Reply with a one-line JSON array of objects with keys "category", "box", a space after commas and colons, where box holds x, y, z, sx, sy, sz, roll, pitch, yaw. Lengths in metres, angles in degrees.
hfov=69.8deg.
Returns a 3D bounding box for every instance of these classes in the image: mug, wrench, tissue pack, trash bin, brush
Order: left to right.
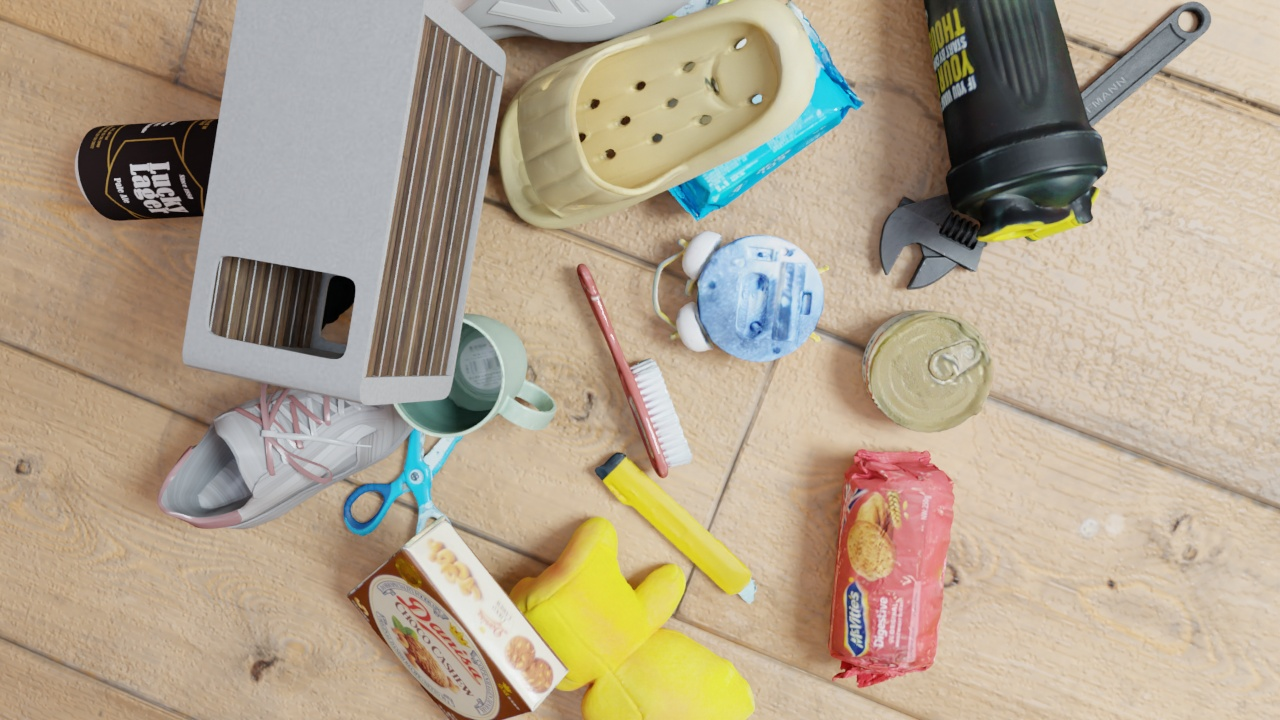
[{"category": "trash bin", "box": [-0.174, -0.097, 0.560, 0.114, 0.114, 0.229, 11, 92, 14]}, {"category": "mug", "box": [-0.112, 0.014, 0.665, 0.111, 0.104, 0.084, 31, 99, 4]}, {"category": "brush", "box": [-0.004, 0.004, 0.688, 0.030, 0.041, 0.172, -22, 91, -8]}, {"category": "tissue pack", "box": [0.069, -0.173, 0.643, 0.144, 0.061, 0.093, -34, 88, 8]}, {"category": "wrench", "box": [0.280, -0.149, 0.642, 0.273, 0.018, 0.073, -42, 89, 8]}]

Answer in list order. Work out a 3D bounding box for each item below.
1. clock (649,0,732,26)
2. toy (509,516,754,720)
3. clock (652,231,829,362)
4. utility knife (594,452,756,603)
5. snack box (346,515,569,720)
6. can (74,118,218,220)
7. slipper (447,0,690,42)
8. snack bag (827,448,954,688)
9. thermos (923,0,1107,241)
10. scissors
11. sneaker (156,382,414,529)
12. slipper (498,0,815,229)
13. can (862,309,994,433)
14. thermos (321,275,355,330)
[{"category": "clock", "box": [0.024, -0.264, 0.642, 0.119, 0.057, 0.083, 3, 97, 13]}, {"category": "toy", "box": [-0.011, 0.220, 0.687, 0.134, 0.087, 0.194, -36, 90, 6]}, {"category": "clock", "box": [0.070, -0.047, 0.662, 0.125, 0.052, 0.089, 7, 98, 6]}, {"category": "utility knife", "box": [0.030, 0.130, 0.705, 0.159, 0.017, 0.030, 43, 104, 2]}, {"category": "snack box", "box": [-0.140, 0.201, 0.682, 0.143, 0.041, 0.147, 51, 139, 0]}, {"category": "can", "box": [-0.350, -0.144, 0.695, 0.128, 0.072, 0.072, -2, 96, 7]}, {"category": "slipper", "box": [-0.082, -0.274, 0.610, 0.266, 0.080, 0.113, 2, 90, 25]}, {"category": "snack bag", "box": [0.181, 0.150, 0.658, 0.082, 0.082, 0.176, 4, 98, 7]}, {"category": "thermos", "box": [0.237, -0.188, 0.598, 0.098, 0.098, 0.220, -11, 83, 8]}, {"category": "scissors", "box": [-0.190, 0.095, 0.732, 0.118, 0.013, 0.140, 4, 97, 11]}, {"category": "sneaker", "box": [-0.265, 0.057, 0.694, 0.236, 0.089, 0.099, -36, 84, 10]}, {"category": "slipper", "box": [-0.015, -0.158, 0.597, 0.262, 0.079, 0.111, -12, 96, 37]}, {"category": "can", "box": [0.204, 0.006, 0.655, 0.086, 0.043, 0.086, 1, 97, 7]}, {"category": "thermos", "box": [-0.221, -0.099, 0.676, 0.086, 0.086, 0.199, 44, 100, 1]}]
